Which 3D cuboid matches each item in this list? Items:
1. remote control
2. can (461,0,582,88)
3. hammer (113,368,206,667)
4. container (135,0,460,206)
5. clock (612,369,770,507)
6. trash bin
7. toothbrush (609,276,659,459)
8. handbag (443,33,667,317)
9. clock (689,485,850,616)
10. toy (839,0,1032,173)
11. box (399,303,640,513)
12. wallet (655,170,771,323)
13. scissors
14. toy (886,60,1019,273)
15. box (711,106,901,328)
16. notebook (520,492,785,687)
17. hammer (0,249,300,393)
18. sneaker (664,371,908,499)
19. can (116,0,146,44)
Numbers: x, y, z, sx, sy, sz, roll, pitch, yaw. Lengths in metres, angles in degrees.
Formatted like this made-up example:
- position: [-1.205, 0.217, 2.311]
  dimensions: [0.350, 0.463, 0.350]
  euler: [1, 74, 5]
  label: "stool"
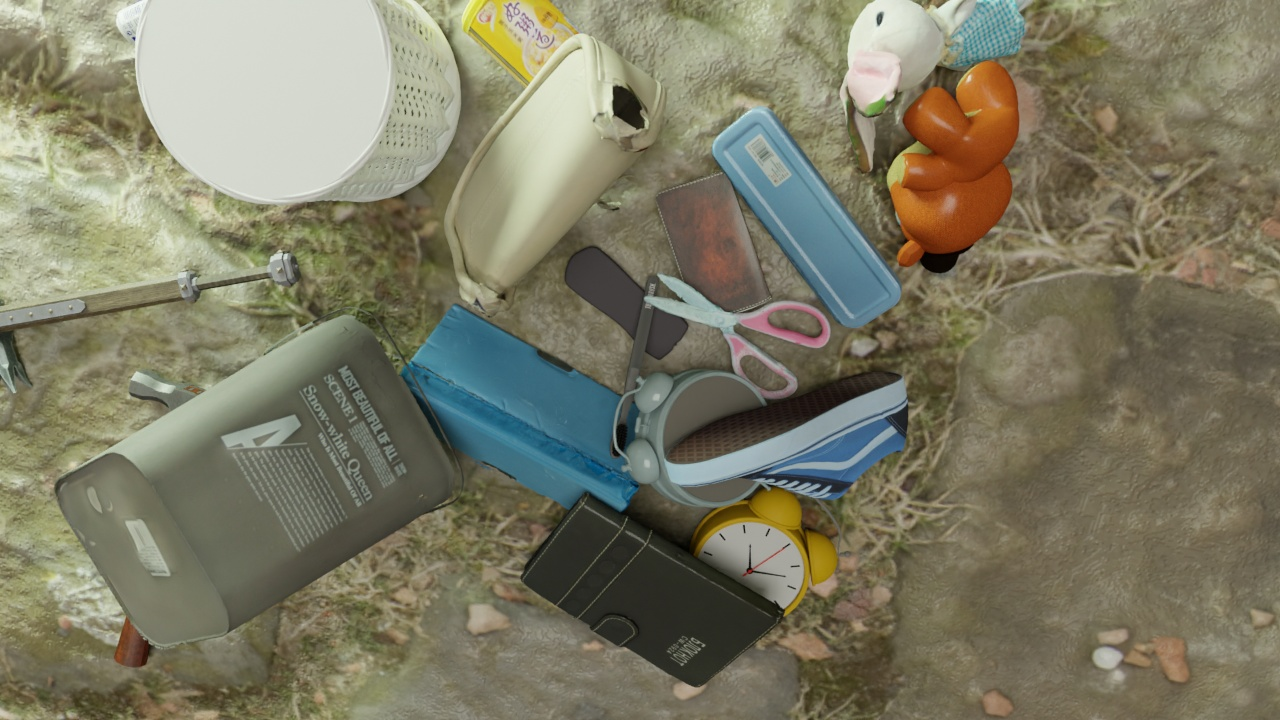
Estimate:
- position: [-0.015, -0.054, 0.835]
  dimensions: [0.124, 0.009, 0.046]
  euler: [40, 101, -5]
  label: "remote control"
- position: [-0.090, -0.267, 0.764]
  dimensions: [0.105, 0.067, 0.068]
  euler: [42, 100, -6]
  label: "can"
- position: [-0.467, 0.166, 0.896]
  dimensions: [0.111, 0.028, 0.301]
  euler: [19, 102, 0]
  label: "hammer"
- position: [-0.255, -0.218, 0.722]
  dimensions: [0.189, 0.186, 0.189]
  euler: [1, 102, 3]
  label: "container"
- position: [0.048, 0.066, 0.805]
  dimensions: [0.159, 0.045, 0.122]
  euler: [13, 82, -27]
  label: "clock"
- position: [-0.306, 0.097, 0.740]
  dimensions: [0.198, 0.219, 0.197]
  euler: [-20, 101, 37]
  label: "trash bin"
- position: [-0.005, 0.005, 0.812]
  dimensions: [0.013, 0.013, 0.167]
  euler: [14, 79, -11]
  label: "toothbrush"
- position: [-0.052, -0.133, 0.712]
  dimensions: [0.132, 0.183, 0.230]
  euler: [26, 128, -22]
  label: "handbag"
- position: [0.114, 0.183, 0.858]
  dimensions: [0.152, 0.052, 0.113]
  euler: [-37, 98, 13]
  label: "clock"
- position: [0.232, -0.266, 0.740]
  dimensions: [0.205, 0.131, 0.105]
  euler: [-38, 77, -3]
  label: "toy"
- position: [-0.100, 0.048, 0.846]
  dimensions: [0.231, 0.094, 0.109]
  euler: [29, 62, -2]
  label: "box"
- position: [0.064, -0.100, 0.816]
  dimensions: [0.072, 0.019, 0.123]
  euler: [-18, 100, 7]
  label: "wallet"
- position: [0.075, -0.018, 0.820]
  dimensions: [0.179, 0.016, 0.108]
  euler: [14, 115, -10]
  label: "scissors"
- position: [0.253, -0.145, 0.742]
  dimensions: [0.112, 0.096, 0.176]
  euler: [-29, 128, -23]
  label: "toy"
- position: [0.145, -0.124, 0.799]
  dimensions: [0.069, 0.063, 0.210]
  euler: [-35, 97, 26]
  label: "box"
- position: [0.002, 0.218, 0.848]
  dimensions: [0.209, 0.029, 0.170]
  euler: [33, 132, -2]
  label: "notebook"
- position: [-0.468, -0.064, 0.847]
  dimensions: [0.317, 0.028, 0.147]
  euler: [-9, 102, 5]
  label: "hammer"
- position: [0.137, 0.087, 0.780]
  dimensions: [0.240, 0.083, 0.098]
  euler: [-16, 103, -26]
  label: "sneaker"
- position: [-0.402, -0.304, 0.790]
  dimensions: [0.095, 0.032, 0.032]
  euler: [-22, 100, 7]
  label: "can"
